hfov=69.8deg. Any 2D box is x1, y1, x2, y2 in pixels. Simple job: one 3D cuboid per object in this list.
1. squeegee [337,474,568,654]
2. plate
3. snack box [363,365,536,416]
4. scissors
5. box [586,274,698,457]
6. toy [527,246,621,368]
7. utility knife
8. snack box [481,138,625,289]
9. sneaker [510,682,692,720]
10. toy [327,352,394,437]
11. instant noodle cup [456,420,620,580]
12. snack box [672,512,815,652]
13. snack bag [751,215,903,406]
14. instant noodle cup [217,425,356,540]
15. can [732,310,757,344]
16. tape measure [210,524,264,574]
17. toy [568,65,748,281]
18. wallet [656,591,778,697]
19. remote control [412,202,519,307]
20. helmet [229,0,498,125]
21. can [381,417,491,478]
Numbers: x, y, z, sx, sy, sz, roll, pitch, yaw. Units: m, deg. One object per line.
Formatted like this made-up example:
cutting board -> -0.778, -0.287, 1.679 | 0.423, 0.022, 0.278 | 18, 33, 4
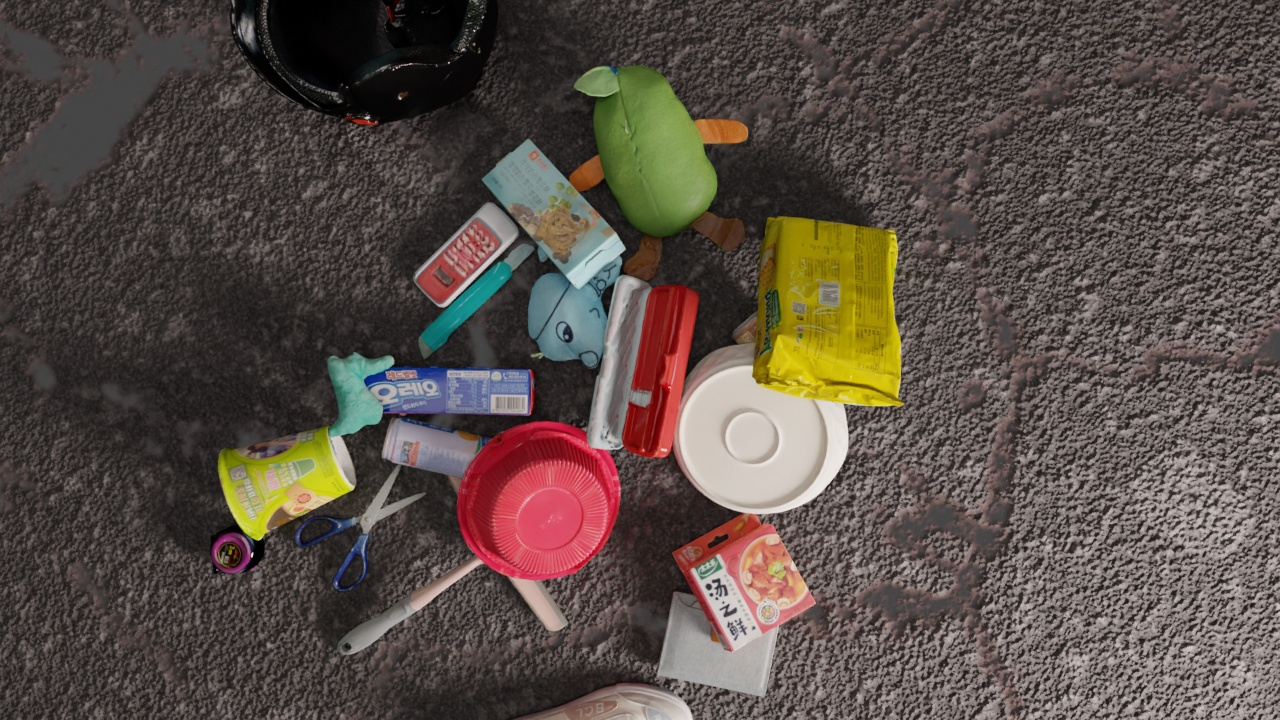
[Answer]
squeegee -> -0.255, 0.277, 1.078 | 0.249, 0.040, 0.247 | -34, 89, 1
plate -> 0.129, 0.083, 1.041 | 0.205, 0.045, 0.205 | 4, 104, 15
snack box -> -0.228, 0.036, 1.071 | 0.207, 0.058, 0.057 | 0, 89, 0
scissors -> -0.331, 0.202, 1.088 | 0.162, 0.012, 0.163 | -3, 92, 5
box -> -0.010, 0.006, 1.049 | 0.098, 0.095, 0.201 | 11, 88, -32
toy -> -0.081, -0.071, 1.075 | 0.156, 0.049, 0.161 | -44, 74, 7
utility knife -> -0.197, -0.074, 1.095 | 0.187, 0.013, 0.029 | -43, 91, 2
snack box -> -0.100, -0.168, 1.053 | 0.074, 0.051, 0.175 | -41, 71, 0
sneaker -> -0.059, 0.434, 1.047 | 0.242, 0.091, 0.089 | -12, 90, 0
toy -> -0.317, 0.031, 1.030 | 0.096, 0.030, 0.092 | -19, 89, -3
instant noodle cup -> -0.107, 0.169, 1.036 | 0.193, 0.066, 0.194 | -3, 102, -17
snack box -> 0.117, 0.249, 1.052 | 0.113, 0.044, 0.127 | -27, 80, -12
snack bag -> 0.209, -0.062, 1.012 | 0.158, 0.068, 0.245 | 8, 55, 0
instant noodle cup -> -0.398, 0.132, 1.052 | 0.123, 0.112, 0.111 | -21, 89, -7
can -> 0.164, -0.005, 1.068 | 0.058, 0.058, 0.116 | -41, 89, 0
tape measure -> -0.474, 0.222, 1.080 | 0.058, 0.039, 0.057 | -7, 89, 5
toy -> 0.018, -0.223, 1.047 | 0.227, 0.089, 0.247 | -14, 106, 22
wallet -> 0.092, 0.330, 1.074 | 0.130, 0.037, 0.106 | 12, 90, 0
remote control -> -0.207, -0.126, 1.093 | 0.136, 0.020, 0.056 | -44, 88, 0
helmet -> -0.287, -0.374, 0.995 | 0.275, 0.230, 0.233 | -12, 88, 7
can -> -0.227, 0.104, 1.062 | 0.134, 0.053, 0.053 | 14, 89, -9
